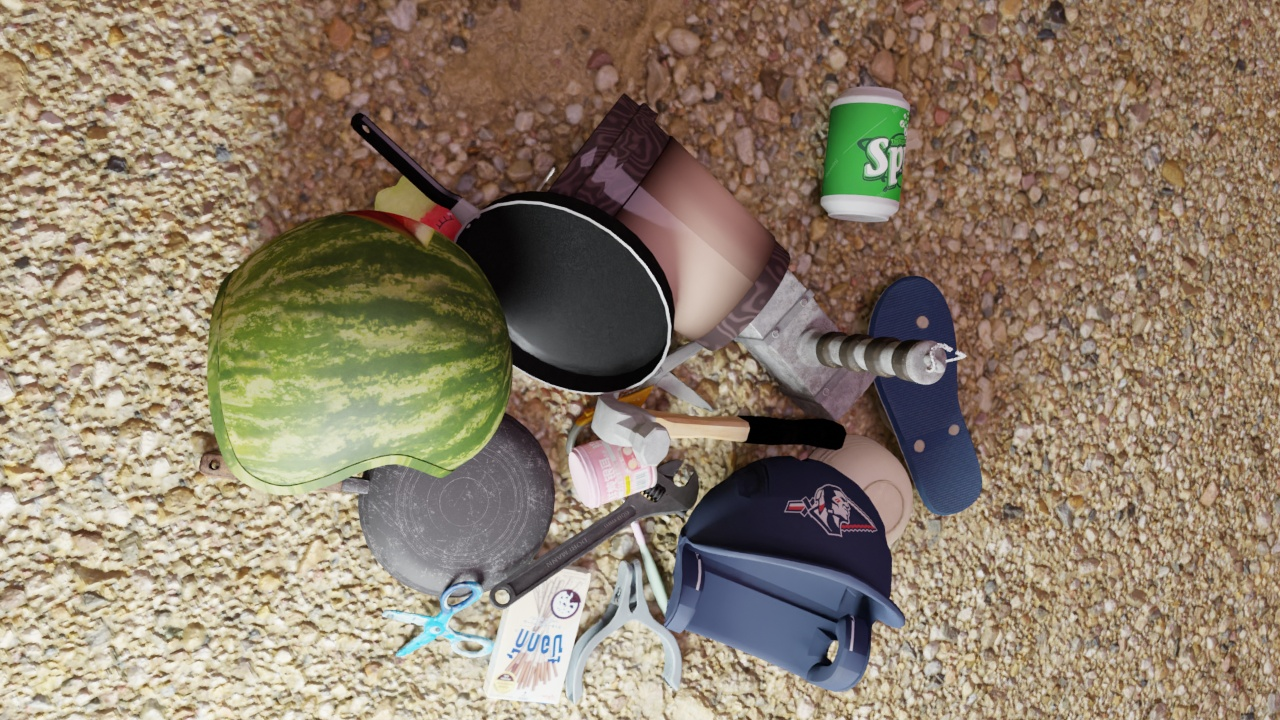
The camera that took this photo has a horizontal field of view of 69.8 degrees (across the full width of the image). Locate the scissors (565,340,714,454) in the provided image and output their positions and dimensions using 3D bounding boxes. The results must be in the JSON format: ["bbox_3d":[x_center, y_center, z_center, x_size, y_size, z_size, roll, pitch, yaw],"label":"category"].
[{"bbox_3d":[-0.005,0.007,0.994,0.225,0.016,0.230,-35,119,-11],"label":"scissors"}]

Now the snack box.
[{"bbox_3d":[-0.111,0.293,0.994,0.082,0.026,0.150,15,90,-21],"label":"snack box"}]

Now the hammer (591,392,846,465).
[{"bbox_3d":[0.096,0.074,0.995,0.327,0.131,0.039,6,104,-35],"label":"hammer"}]

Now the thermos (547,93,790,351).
[{"bbox_3d":[0.022,-0.127,0.912,0.226,0.173,0.172,38,82,-11],"label":"thermos"}]

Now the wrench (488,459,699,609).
[{"bbox_3d":[-0.044,0.183,0.977,0.272,0.018,0.073,-29,77,-29],"label":"wrench"}]

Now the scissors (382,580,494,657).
[{"bbox_3d":[-0.198,0.269,0.941,0.134,0.011,0.140,26,119,-28],"label":"scissors"}]

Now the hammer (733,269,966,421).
[{"bbox_3d":[0.215,-0.008,0.922,0.079,0.327,0.177,-47,108,-10],"label":"hammer"}]

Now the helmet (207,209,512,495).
[{"bbox_3d":[-0.237,-0.011,0.813,0.247,0.213,0.243,0,110,-13],"label":"helmet"}]

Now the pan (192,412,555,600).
[{"bbox_3d":[-0.254,0.129,0.914,0.356,0.040,0.207,11,84,-19],"label":"pan"}]

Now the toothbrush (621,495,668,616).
[{"bbox_3d":[0.008,0.221,1.037,0.022,0.015,0.155,-31,107,-48],"label":"toothbrush"}]

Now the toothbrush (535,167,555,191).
[{"bbox_3d":[-0.112,-0.145,0.861,0.010,0.182,0.010,24,69,-16],"label":"toothbrush"}]

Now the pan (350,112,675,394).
[{"bbox_3d":[-0.120,-0.103,0.853,0.356,0.226,0.034,43,45,-15],"label":"pan"}]

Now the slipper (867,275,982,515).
[{"bbox_3d":[0.338,0.045,1.115,0.118,0.060,0.295,-18,96,-14],"label":"slipper"}]

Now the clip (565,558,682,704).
[{"bbox_3d":[-0.022,0.326,1.024,0.165,0.032,0.164,-43,109,-19],"label":"clip"}]

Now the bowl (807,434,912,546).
[{"bbox_3d":[0.266,0.169,1.093,0.150,0.075,0.151,-2,97,-19],"label":"bowl"}]

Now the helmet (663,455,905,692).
[{"bbox_3d":[0.158,0.209,0.955,0.232,0.273,0.223,23,80,-9],"label":"helmet"}]

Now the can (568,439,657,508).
[{"bbox_3d":[-0.030,0.114,0.971,0.076,0.067,0.067,-16,100,-19],"label":"can"}]

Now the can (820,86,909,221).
[{"bbox_3d":[0.255,-0.232,1.043,0.087,0.088,0.140,4,94,-20],"label":"can"}]

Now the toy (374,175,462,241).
[{"bbox_3d":[-0.211,-0.117,0.909,0.091,0.045,0.135,-31,111,-13],"label":"toy"}]
